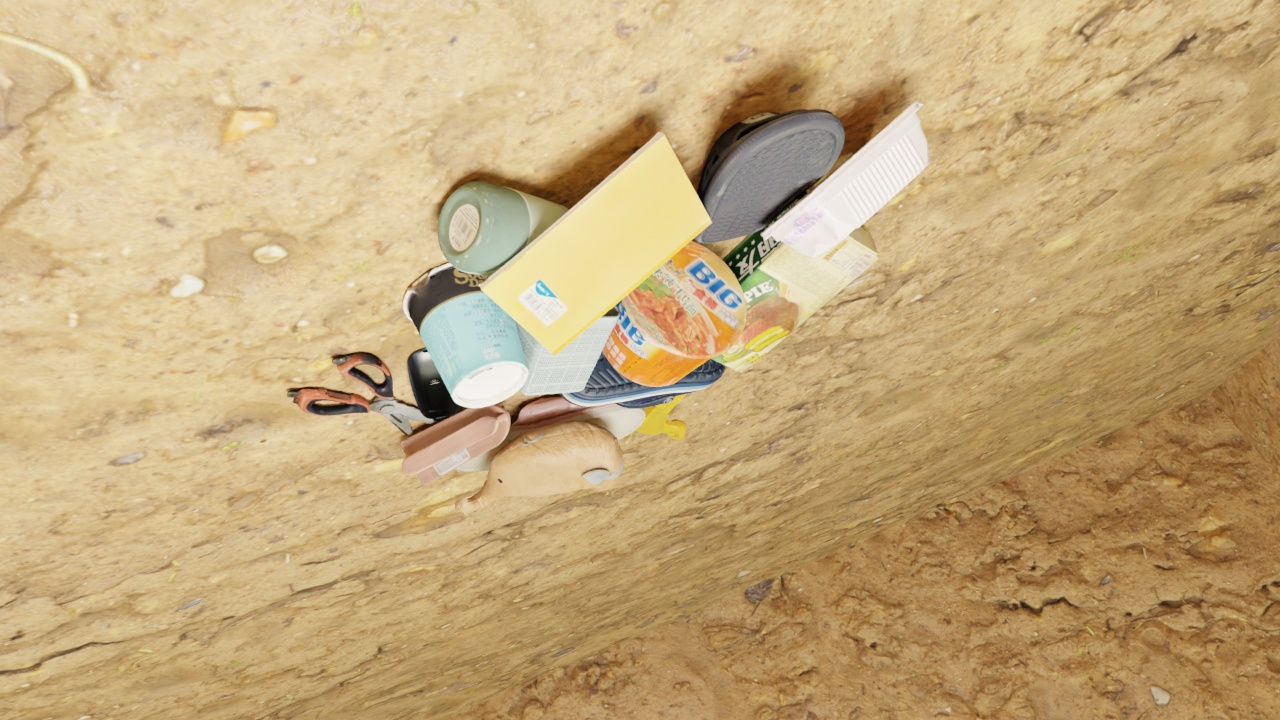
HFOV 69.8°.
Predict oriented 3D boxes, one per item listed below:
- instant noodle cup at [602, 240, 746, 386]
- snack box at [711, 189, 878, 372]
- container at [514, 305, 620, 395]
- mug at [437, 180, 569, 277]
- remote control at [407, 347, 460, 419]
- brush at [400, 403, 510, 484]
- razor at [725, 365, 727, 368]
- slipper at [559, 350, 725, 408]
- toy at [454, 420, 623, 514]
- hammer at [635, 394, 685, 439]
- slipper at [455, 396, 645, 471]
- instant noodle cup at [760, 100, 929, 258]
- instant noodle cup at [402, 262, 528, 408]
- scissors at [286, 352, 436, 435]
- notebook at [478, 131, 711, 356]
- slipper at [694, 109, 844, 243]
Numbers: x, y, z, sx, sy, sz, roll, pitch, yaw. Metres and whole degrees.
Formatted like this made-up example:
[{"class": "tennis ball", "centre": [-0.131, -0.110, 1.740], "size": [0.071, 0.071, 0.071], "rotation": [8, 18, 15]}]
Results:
[{"class": "instant noodle cup", "centre": [0.027, -0.046, 1.024], "size": [0.151, 0.151, 0.112], "rotation": [-9, 159, -28]}, {"class": "snack box", "centre": [0.156, -0.089, 1.097], "size": [0.114, 0.063, 0.241], "rotation": [23, 131, -31]}, {"class": "container", "centre": [-0.092, -0.028, 0.976], "size": [0.090, 0.090, 0.112], "rotation": [-3, 130, -37]}, {"class": "mug", "centre": [-0.132, -0.109, 0.839], "size": [0.112, 0.082, 0.106], "rotation": [-22, 161, 37]}, {"class": "remote control", "centre": [-0.236, 0.033, 1.061], "size": [0.053, 0.024, 0.137], "rotation": [-15, 146, -12]}, {"class": "brush", "centre": [-0.226, 0.099, 1.140], "size": [0.146, 0.063, 0.073], "rotation": [-27, -176, 14]}, {"class": "razor", "centre": [0.136, -0.014, 1.215], "size": [0.143, 0.022, 0.042], "rotation": [-32, 139, 19]}, {"class": "slipper", "centre": [-0.007, 0.007, 1.139], "size": [0.252, 0.105, 0.095], "rotation": [-6, 154, -38]}, {"class": "toy", "centre": [-0.134, 0.140, 1.183], "size": [0.226, 0.082, 0.144], "rotation": [-11, 137, -4]}, {"class": "hammer", "centre": [0.083, 0.006, 1.265], "size": [0.128, 0.032, 0.302], "rotation": [17, 130, -33]}, {"class": "slipper", "centre": [-0.128, 0.091, 1.239], "size": [0.274, 0.054, 0.114], "rotation": [-13, 151, -7]}, {"class": "instant noodle cup", "centre": [0.216, -0.172, 0.930], "size": [0.173, 0.060, 0.138], "rotation": [-40, -179, -15]}, {"class": "instant noodle cup", "centre": [-0.169, -0.021, 0.920], "size": [0.111, 0.120, 0.111], "rotation": [-19, 154, -10]}, {"class": "scissors", "centre": [-0.311, 0.049, 1.054], "size": [0.213, 0.015, 0.198], "rotation": [-6, 149, -34]}, {"class": "notebook", "centre": [-0.034, -0.100, 0.846], "size": [0.206, 0.010, 0.146], "rotation": [-41, 148, 2]}, {"class": "slipper", "centre": [0.105, -0.192, 0.898], "size": [0.110, 0.083, 0.268], "rotation": [-11, 170, -13]}]
